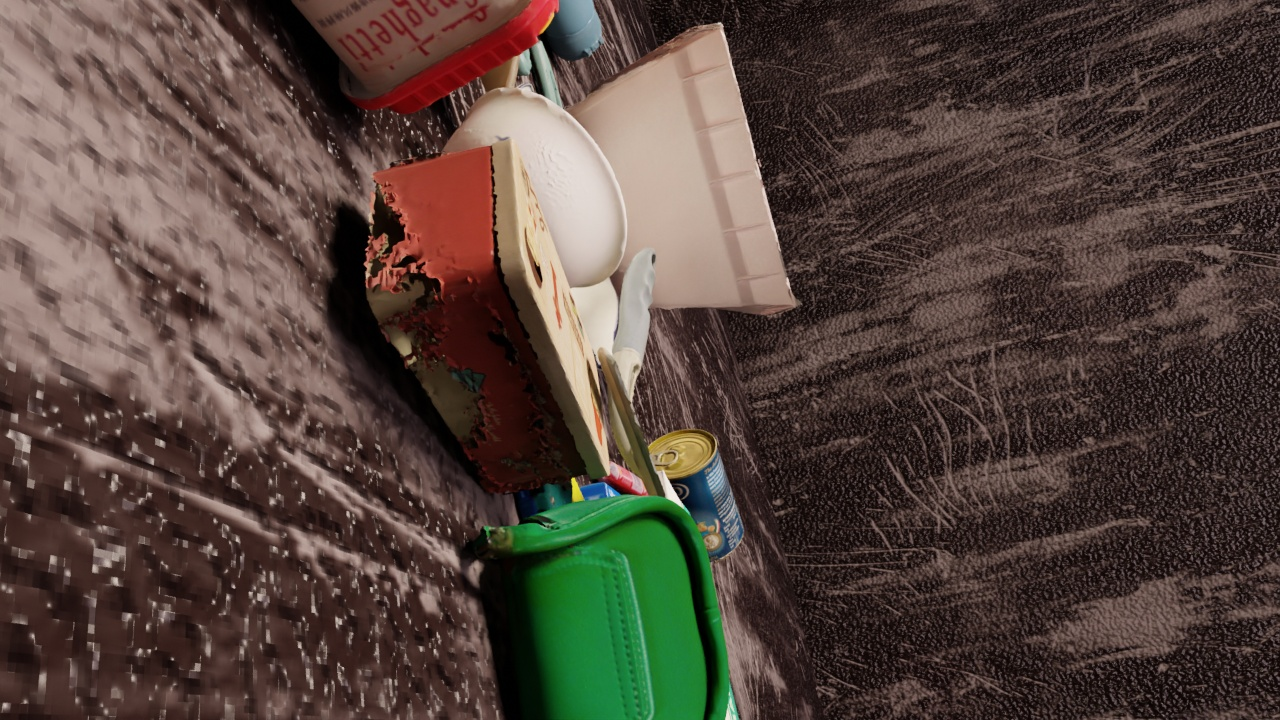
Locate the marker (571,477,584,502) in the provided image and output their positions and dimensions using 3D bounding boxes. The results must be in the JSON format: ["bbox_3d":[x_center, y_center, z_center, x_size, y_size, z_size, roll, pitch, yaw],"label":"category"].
[{"bbox_3d":[-0.062,0.043,0.557,0.018,0.015,0.124,-87,157,-64],"label":"marker"}]

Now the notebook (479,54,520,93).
[{"bbox_3d":[-0.086,-0.258,0.504,0.147,0.008,0.208,64,-26,18],"label":"notebook"}]

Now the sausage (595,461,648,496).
[{"bbox_3d":[-0.012,0.099,0.741,0.156,0.020,0.020,50,26,-69],"label":"sausage"}]

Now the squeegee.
[{"bbox_3d":[-0.004,0.004,0.625,0.246,0.039,0.247,-92,168,-45],"label":"squeegee"}]

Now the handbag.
[{"bbox_3d":[-0.019,0.132,0.438,0.120,0.068,0.131,2,73,-52],"label":"handbag"}]

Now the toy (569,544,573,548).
[{"bbox_3d":[-0.014,0.159,0.532,0.105,0.066,0.157,15,53,-29],"label":"toy"}]

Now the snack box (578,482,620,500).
[{"bbox_3d":[-0.009,0.167,0.619,0.084,0.026,0.157,53,24,-65],"label":"snack box"}]

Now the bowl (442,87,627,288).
[{"bbox_3d":[-0.072,-0.075,0.483,0.064,0.118,0.118,-43,126,-35],"label":"bowl"}]

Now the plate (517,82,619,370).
[{"bbox_3d":[-0.065,-0.088,0.652,0.204,0.045,0.205,-14,89,-81],"label":"plate"}]

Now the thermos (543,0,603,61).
[{"bbox_3d":[-0.097,-0.396,0.921,0.220,0.070,0.070,61,17,-59],"label":"thermos"}]

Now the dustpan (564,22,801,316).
[{"bbox_3d":[0.023,-0.154,0.797,0.138,0.274,0.222,-33,113,-50],"label":"dustpan"}]

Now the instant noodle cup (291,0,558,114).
[{"bbox_3d":[-0.110,-0.190,0.386,0.124,0.116,0.116,40,34,-52],"label":"instant noodle cup"}]

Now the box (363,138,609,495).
[{"bbox_3d":[-0.072,-0.009,0.427,0.168,0.079,0.091,73,6,-52],"label":"box"}]

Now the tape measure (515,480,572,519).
[{"bbox_3d":[-0.055,0.064,0.524,0.058,0.025,0.054,-8,84,-81],"label":"tape measure"}]

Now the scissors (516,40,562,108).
[{"bbox_3d":[-0.097,-0.277,0.860,0.173,0.019,0.178,-96,166,-51],"label":"scissors"}]

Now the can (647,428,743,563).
[{"bbox_3d":[0.051,0.132,0.885,0.075,0.075,0.111,-88,161,-60],"label":"can"}]

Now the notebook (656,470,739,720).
[{"bbox_3d":[0.046,0.201,0.695,0.150,0.012,0.209,60,16,-66],"label":"notebook"}]
